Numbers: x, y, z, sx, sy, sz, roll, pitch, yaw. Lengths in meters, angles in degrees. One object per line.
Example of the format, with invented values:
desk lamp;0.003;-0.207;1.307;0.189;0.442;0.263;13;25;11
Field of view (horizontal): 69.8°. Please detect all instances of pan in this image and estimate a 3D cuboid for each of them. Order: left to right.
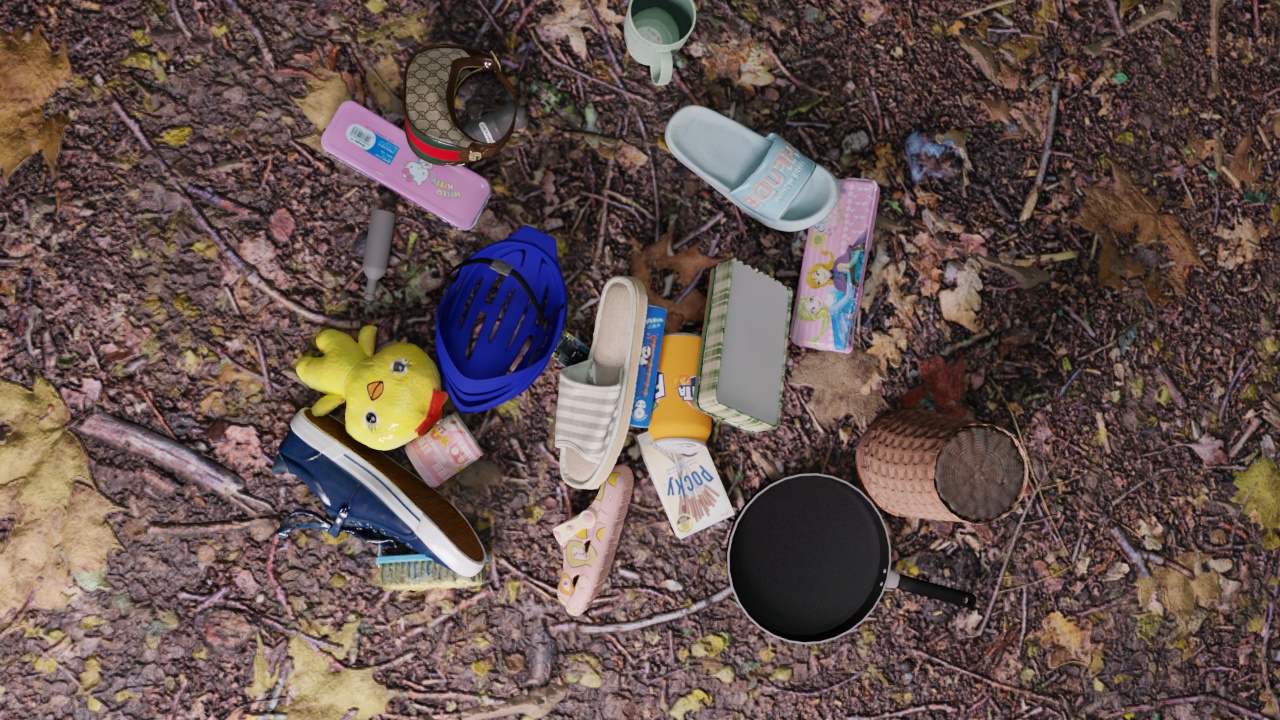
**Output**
pan;0.286;0.281;1.238;0.356;0.034;0.225;16;87;-8

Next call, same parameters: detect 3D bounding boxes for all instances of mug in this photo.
mug;0.021;-0.408;1.170;0.084;0.104;0.111;-8;90;-9

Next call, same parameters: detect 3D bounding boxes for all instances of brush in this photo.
brush;-0.259;0.246;1.149;0.136;0.055;0.075;-1;68;-9

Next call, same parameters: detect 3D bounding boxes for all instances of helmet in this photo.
helmet;-0.171;-0.046;1.076;0.148;0.227;0.241;25;89;1

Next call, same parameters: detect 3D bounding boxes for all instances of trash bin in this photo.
trash bin;0.383;0.139;1.166;0.151;0.210;0.151;0;90;-9

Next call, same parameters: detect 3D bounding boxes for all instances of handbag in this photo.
handbag;-0.222;-0.320;1.137;0.138;0.063;0.166;1;65;-11

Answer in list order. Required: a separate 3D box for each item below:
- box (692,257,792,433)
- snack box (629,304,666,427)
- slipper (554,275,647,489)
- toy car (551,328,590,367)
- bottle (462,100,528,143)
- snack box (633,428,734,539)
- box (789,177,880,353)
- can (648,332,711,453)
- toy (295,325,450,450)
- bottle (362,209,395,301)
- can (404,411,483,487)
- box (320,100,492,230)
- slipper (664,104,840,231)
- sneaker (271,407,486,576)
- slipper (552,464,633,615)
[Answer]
box;0.130;-0.019;1.162;0.117;0.050;0.205;21;65;-31
snack box;-0.007;0.007;1.168;0.034;0.087;0.151;9;88;-20
slipper;-0.052;0.026;1.136;0.054;0.114;0.272;12;95;-43
toy car;-0.083;-0.005;1.188;0.089;0.027;0.038;40;85;-23
bottle;-0.197;-0.293;1.169;0.110;0.036;0.036;-30;94;-8
snack box;0.058;0.151;1.209;0.082;0.026;0.150;-24;92;-9
box;0.267;-0.125;1.238;0.085;0.076;0.230;9;88;29
can;0.051;0.041;1.165;0.079;0.079;0.142;6;71;-9
toy;-0.323;0.031;1.118;0.207;0.092;0.133;28;81;7
bottle;-0.331;-0.131;1.151;0.030;0.030;0.113;9;88;-9
can;-0.245;0.112;1.143;0.076;0.067;0.067;-34;94;-8
box;-0.292;-0.244;1.157;0.214;0.036;0.076;30;89;-7
slipper;0.143;-0.254;1.193;0.245;0.074;0.104;31;89;1
sneaker;-0.325;0.188;1.103;0.294;0.120;0.127;34;94;7
slipper;-0.069;0.221;1.167;0.081;0.093;0.197;18;85;12
